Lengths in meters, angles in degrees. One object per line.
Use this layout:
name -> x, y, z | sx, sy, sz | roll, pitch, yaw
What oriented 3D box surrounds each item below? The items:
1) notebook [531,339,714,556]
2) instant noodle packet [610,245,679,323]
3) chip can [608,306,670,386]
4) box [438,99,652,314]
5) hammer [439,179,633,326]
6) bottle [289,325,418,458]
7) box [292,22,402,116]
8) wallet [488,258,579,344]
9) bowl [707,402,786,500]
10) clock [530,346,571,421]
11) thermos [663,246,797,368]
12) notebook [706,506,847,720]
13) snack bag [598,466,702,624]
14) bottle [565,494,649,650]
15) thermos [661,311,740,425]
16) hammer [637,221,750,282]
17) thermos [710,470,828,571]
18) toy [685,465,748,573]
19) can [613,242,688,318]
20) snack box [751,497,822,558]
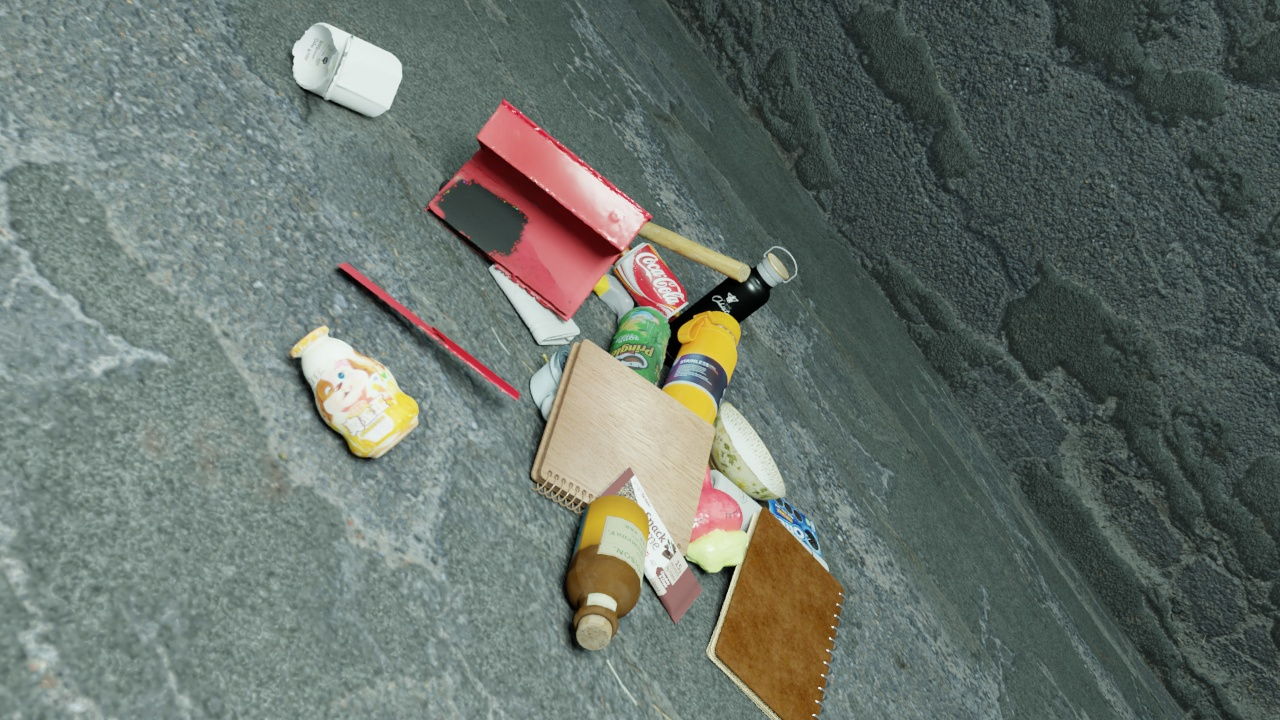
notebook -> -0.012, 0.100, 0.969 | 0.210, 0.022, 0.168 | 35, 57, -33
instant noodle packet -> 0.003, -0.114, 1.369 | 0.098, 0.040, 0.135 | 15, 41, -53
chip can -> -0.008, 0.005, 1.137 | 0.075, 0.076, 0.222 | 46, 24, -14
box -> -0.151, -0.162, 1.224 | 0.215, 0.141, 0.512 | 37, -17, -9
hammer -> -0.127, -0.145, 1.194 | 0.323, 0.029, 0.127 | 29, 32, -40
bottle -> -0.227, 0.024, 0.726 | 0.109, 0.063, 0.063 | 49, 24, -4
box -> -0.309, -0.310, 0.991 | 0.143, 0.083, 0.137 | 37, 15, 33
wallet -> -0.122, -0.071, 1.091 | 0.116, 0.032, 0.086 | 56, 26, 8
bowl -> 0.122, 0.131, 1.185 | 0.145, 0.063, 0.145 | 48, 17, -20
clock -> -0.073, 0.041, 0.989 | 0.083, 0.057, 0.117 | 33, 30, -37
thermos -> 0.120, -0.076, 1.283 | 0.061, 0.232, 0.061 | 40, 26, -25
notebook -> 0.162, 0.297, 1.037 | 0.167, 0.024, 0.224 | 46, 38, -12
snack bag -> 0.013, 0.188, 0.938 | 0.056, 0.013, 0.158 | -40, 104, -45
bottle -> -0.032, 0.194, 0.833 | 0.068, 0.068, 0.156 | 44, 25, -17
thermos -> 0.073, 0.020, 1.168 | 0.232, 0.076, 0.092 | -63, 157, -46
hammer -> 0.009, -0.184, 1.296 | 0.331, 0.033, 0.132 | 29, 9, 27
thermos -> 0.154, 0.220, 1.152 | 0.224, 0.052, 0.052 | 41, 26, -24
toy -> 0.074, 0.177, 1.048 | 0.091, 0.045, 0.135 | -5, 60, -24
can -> 0.015, -0.106, 1.273 | 0.105, 0.064, 0.064 | 53, 24, -1
snack box -> 0.189, 0.221, 1.246 | 0.150, 0.027, 0.082 | 38, 26, -28
